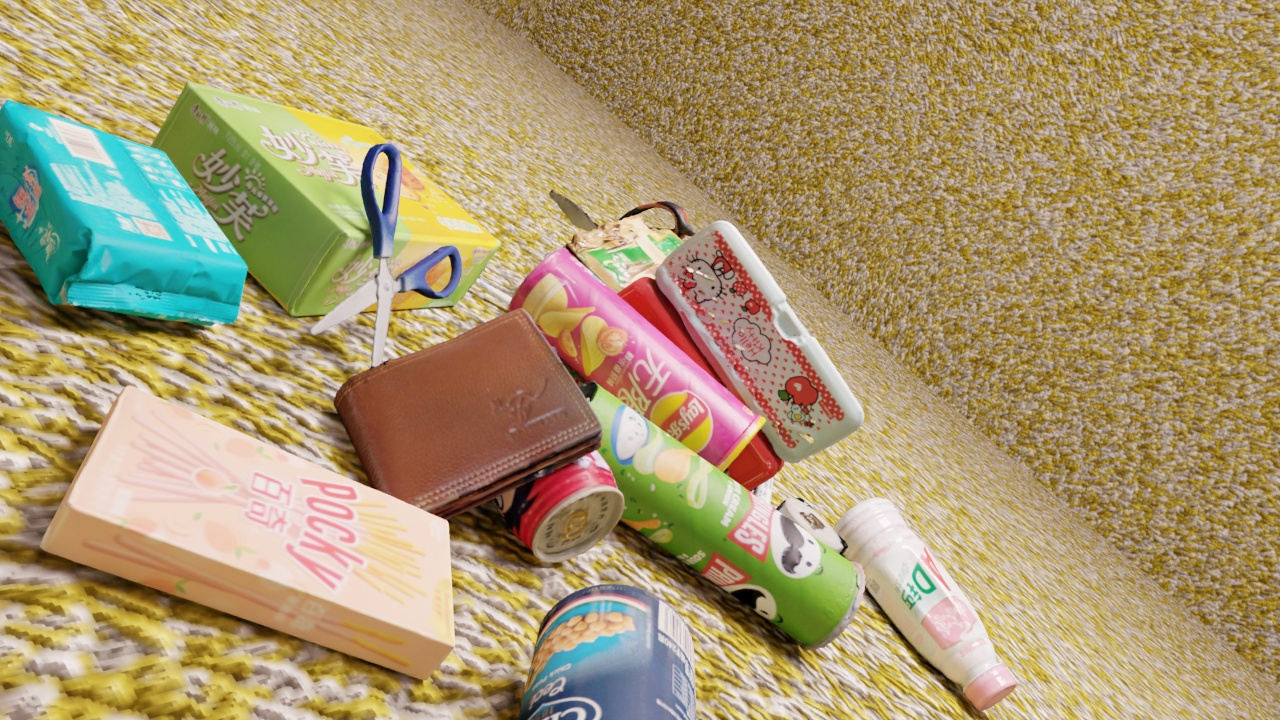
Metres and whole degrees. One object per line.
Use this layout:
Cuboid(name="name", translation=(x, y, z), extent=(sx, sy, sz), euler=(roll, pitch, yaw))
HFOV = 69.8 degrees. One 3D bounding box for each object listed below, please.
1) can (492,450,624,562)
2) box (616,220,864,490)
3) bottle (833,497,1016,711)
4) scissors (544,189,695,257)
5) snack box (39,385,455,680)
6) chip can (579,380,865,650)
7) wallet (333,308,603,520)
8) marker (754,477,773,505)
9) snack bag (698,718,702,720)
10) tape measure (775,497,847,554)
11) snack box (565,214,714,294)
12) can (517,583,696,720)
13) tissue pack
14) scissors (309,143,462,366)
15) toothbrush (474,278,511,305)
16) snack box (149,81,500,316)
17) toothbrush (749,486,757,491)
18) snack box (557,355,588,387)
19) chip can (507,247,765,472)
Cuboid(name="can", translation=(-0.058, 0.064, 0.539), extent=(0.066, 0.067, 0.094), euler=(17, 26, -52))
Cuboid(name="box", translation=(0.067, 0.006, 0.748), extent=(0.201, 0.158, 0.039), euler=(54, 34, -2))
Cuboid(name="bottle", translation=(0.251, 0.215, 0.816), extent=(0.068, 0.068, 0.197), euler=(20, 28, -47))
Cuboid(name="scissors", translation=(-0.027, -0.118, 0.960), extent=(0.015, 0.190, 0.225), euler=(-15, 64, -45))
Cuboid(name="snack box", translation=(-0.152, 0.073, 0.384), extent=(0.157, 0.026, 0.084), euler=(30, 18, -27))
Cuboid(name="chip can", translation=(0.041, 0.108, 0.634), extent=(0.236, 0.072, 0.072), euler=(36, 16, -8))
Cuboid(name="wallet", translation=(-0.094, 0.032, 0.501), extent=(0.124, 0.032, 0.101), euler=(-24, 55, -21))
Cuboid(name="marker", translation=(0.113, 0.123, 0.847), extent=(0.017, 0.017, 0.145), euler=(39, 16, 1))
Cuboid(name="snack bag", translation=(0.038, 0.211, 0.417), extent=(0.048, 0.026, 0.104), euler=(42, 14, -9))
Cuboid(name="tape measure", translation=(0.143, 0.152, 0.802), extent=(0.066, 0.034, 0.066), euler=(44, 16, 25))
Cuboid(name="snack box", translation=(-0.010, -0.057, 0.877), extent=(0.118, 0.106, 0.117), euler=(-21, 56, -37))
Cuboid(name="can", translation=(-0.014, 0.152, 0.379), extent=(0.075, 0.075, 0.111), euler=(36, 16, -9))
Cuboid(name="tissue pack", translation=(-0.271, -0.070, 0.473), extent=(0.133, 0.050, 0.093), euler=(46, 16, 24))
Cuboid(name="scissors", translation=(-0.156, -0.056, 0.577), extent=(0.174, 0.012, 0.162), euler=(-12, 96, -70))
Cuboid(name="toothbrush", translation=(-0.117, -0.048, 0.826), extent=(0.180, 0.016, 0.016), euler=(31, 20, -32))
Cuboid(name="snack box", translation=(-0.218, -0.110, 0.667), extent=(0.157, 0.070, 0.209), euler=(42, 16, 11))
Cuboid(name="toothbrush", translation=(0.062, 0.069, 0.901), extent=(0.014, 0.017, 0.189), euler=(28, 16, -41))
Cuboid(name="snack box", translation=(-0.046, 0.031, 0.736), extent=(0.086, 0.026, 0.156), euler=(37, 15, -8))
Cuboid(name="chip can", translation=(-0.004, 0.004, 0.718), extent=(0.210, 0.071, 0.071), euler=(41, 16, 6))
